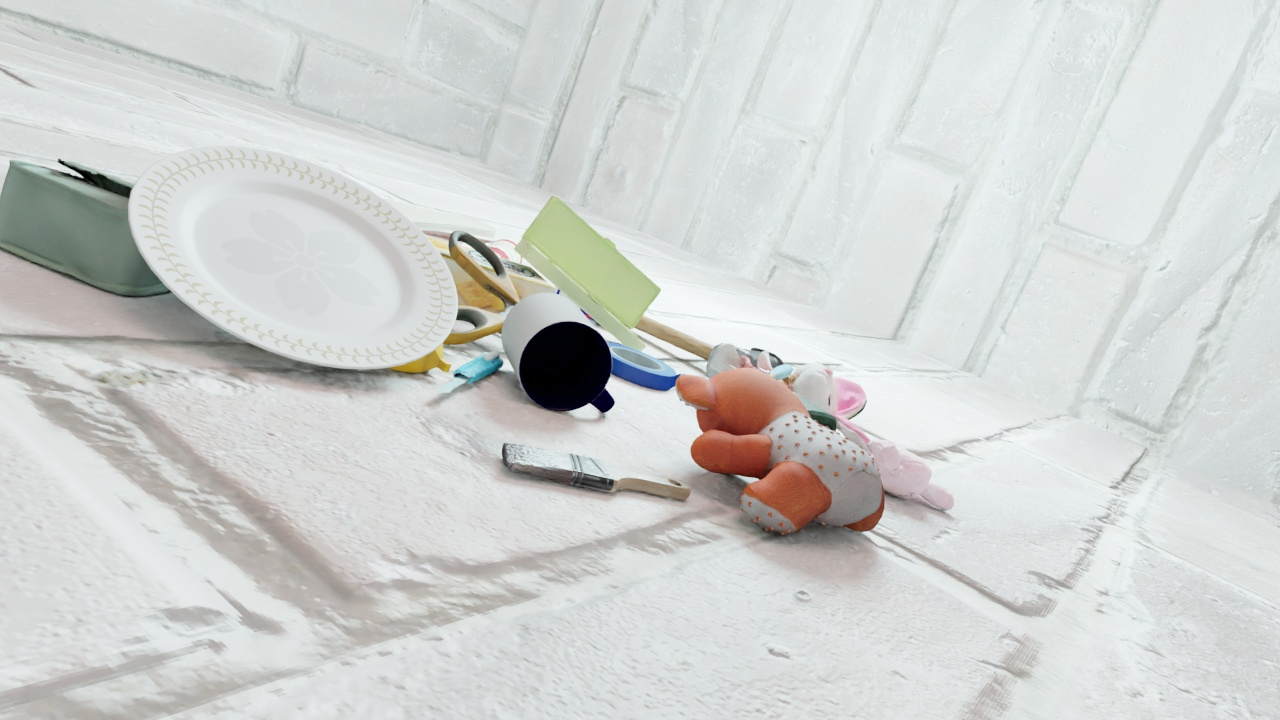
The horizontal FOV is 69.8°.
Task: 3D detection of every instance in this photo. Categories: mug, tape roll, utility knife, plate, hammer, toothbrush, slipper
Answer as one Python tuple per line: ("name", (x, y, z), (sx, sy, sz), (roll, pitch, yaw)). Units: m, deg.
("mug", (-0.064, 0.002, 0.798), (0.112, 0.078, 0.097), (47, 0, -24))
("tape roll", (-0.006, 0.006, 1.002), (0.093, 0.016, 0.091), (26, 13, 25))
("utility knife", (-0.140, 0.009, 0.746), (0.022, 0.015, 0.161), (21, 9, 3))
("plate", (-0.253, -0.078, 0.694), (0.242, 0.016, 0.242), (26, 32, -18))
("hammer", (0.037, -0.034, 1.207), (0.329, 0.052, 0.098), (25, 12, 36))
("toothbrush", (0.131, 0.012, 0.898), (0.022, 0.016, 0.154), (-13, -3, 19))
("slipper", (-0.298, -0.172, 1.215), (0.114, 0.054, 0.273), (28, 16, 30))

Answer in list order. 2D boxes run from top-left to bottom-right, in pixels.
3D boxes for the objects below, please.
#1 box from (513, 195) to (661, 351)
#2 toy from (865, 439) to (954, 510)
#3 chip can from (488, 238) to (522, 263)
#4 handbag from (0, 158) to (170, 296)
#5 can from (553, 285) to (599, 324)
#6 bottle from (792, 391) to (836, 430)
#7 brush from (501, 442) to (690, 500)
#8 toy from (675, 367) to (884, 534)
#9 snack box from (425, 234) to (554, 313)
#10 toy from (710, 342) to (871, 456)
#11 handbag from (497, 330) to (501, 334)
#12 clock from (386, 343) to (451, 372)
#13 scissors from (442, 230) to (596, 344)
("box", (-0.064, -0.094, 1.094), (0.188, 0.066, 0.127), (39, 46, -26))
("toy", (0.265, 0.114, 0.913), (0.110, 0.047, 0.063), (25, 15, -32))
("chip can", (-0.191, -0.122, 1.182), (0.052, 0.052, 0.214), (20, 11, -4))
("handbag", (-0.396, -0.102, 0.682), (0.122, 0.067, 0.106), (22, 10, 4))
("can", (-0.072, -0.071, 1.203), (0.095, 0.032, 0.032), (21, 11, -2))
("bottle", (0.123, 0.052, 0.901), (0.061, 0.061, 0.131), (14, 13, -40))
("brush", (-0.028, 0.079, 0.633), (0.151, 0.012, 0.039), (15, 12, -28))
("toy", (0.107, 0.072, 0.739), (0.163, 0.093, 0.172), (6, 31, -43))
("snack box", (-0.207, -0.093, 0.999), (0.207, 0.057, 0.104), (15, 13, -28))
("toy", (0.167, 0.037, 1.007), (0.194, 0.084, 0.158), (22, 24, -1))
("handbag", (-0.101, -0.022, 0.955), (0.119, 0.029, 0.055), (15, 17, -2))
("clock", (-0.210, -0.029, 0.744), (0.099, 0.044, 0.129), (10, 23, -45))
("scissors", (-0.144, -0.052, 0.896), (0.225, 0.016, 0.229), (46, 34, 20))
